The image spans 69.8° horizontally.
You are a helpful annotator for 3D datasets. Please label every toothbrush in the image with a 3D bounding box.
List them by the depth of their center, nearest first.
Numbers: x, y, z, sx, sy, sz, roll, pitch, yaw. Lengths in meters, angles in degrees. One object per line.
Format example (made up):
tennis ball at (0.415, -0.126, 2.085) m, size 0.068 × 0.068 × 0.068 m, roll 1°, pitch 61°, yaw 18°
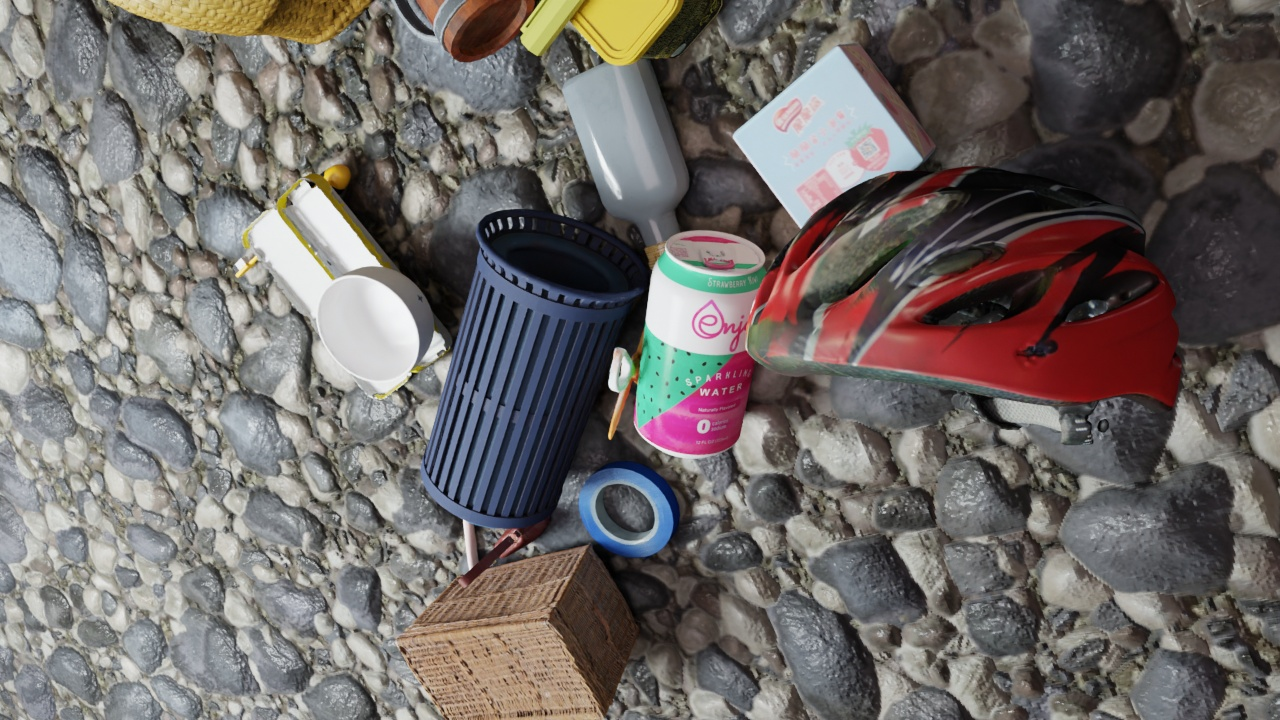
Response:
toothbrush at (-0.344, -0.132, 0.898) m, size 0.197 × 0.031 × 0.031 m, roll -32°, pitch 97°, yaw 31°
toothbrush at (-0.172, 0.140, 0.920) m, size 0.018 × 0.015 × 0.181 m, roll 3°, pitch 108°, yaw 18°

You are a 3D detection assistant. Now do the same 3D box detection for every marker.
marker at (-0.037, -0.254, 0.600) m, size 0.021 × 0.017 × 0.124 m, roll 48°, pitch 119°, yaw 3°

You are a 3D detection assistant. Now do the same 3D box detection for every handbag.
handbag at (-0.131, 0.178, 0.853) m, size 0.029 × 0.119 × 0.055 m, roll 47°, pitch 120°, yaw 4°

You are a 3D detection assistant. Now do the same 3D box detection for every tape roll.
tape roll at (-0.011, 0.137, 0.841) m, size 0.093 × 0.016 × 0.092 m, roll 42°, pitch 120°, yaw 7°

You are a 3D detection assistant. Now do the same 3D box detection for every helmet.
helmet at (0.193, -0.033, 0.560) m, size 0.218 × 0.271 × 0.167 m, roll -169°, pitch 80°, yaw -64°

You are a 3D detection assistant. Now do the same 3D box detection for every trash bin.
trash bin at (-0.098, 0.016, 0.773) m, size 0.139 × 0.139 × 0.250 m, roll 29°, pitch 119°, yaw 14°

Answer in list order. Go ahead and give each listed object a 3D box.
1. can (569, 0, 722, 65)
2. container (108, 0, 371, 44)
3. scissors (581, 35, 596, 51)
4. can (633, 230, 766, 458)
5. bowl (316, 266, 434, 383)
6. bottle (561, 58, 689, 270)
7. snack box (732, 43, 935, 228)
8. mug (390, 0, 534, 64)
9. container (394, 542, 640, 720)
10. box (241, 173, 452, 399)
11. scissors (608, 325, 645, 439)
can at (-0.014, -0.278, 0.651) m, size 0.131 × 0.100 × 0.073 m, roll 49°, pitch 120°, yaw 3°
container at (-0.338, -0.412, 0.706) m, size 0.307 × 0.196 × 0.307 m, roll 7°, pitch 109°, yaw 22°
scissors at (-0.071, -0.300, 0.722) m, size 0.057 × 0.015 × 0.136 m, roll -34°, pitch 87°, yaw 28°
can at (0.046, -0.010, 0.711) m, size 0.088 × 0.088 × 0.166 m, roll 19°, pitch 123°, yaw 18°
bowl at (-0.235, -0.037, 0.832) m, size 0.105 × 0.054 × 0.105 m, roll 7°, pitch 117°, yaw 14°
bottle at (-0.002, -0.151, 0.721) m, size 0.072 × 0.046 × 0.161 m, roll -15°, pitch 101°, yaw 28°
snack box at (0.136, -0.152, 0.637) m, size 0.093 × 0.079 × 0.095 m, roll -37°, pitch 92°, yaw 30°
mug at (-0.156, -0.297, 0.733) m, size 0.111 × 0.081 × 0.118 m, roll 54°, pitch 140°, yaw 4°
container at (-0.111, 0.262, 0.867) m, size 0.199 × 0.112 × 0.114 m, roll -17°, pitch 110°, yaw 29°
box at (-0.282, -0.066, 0.879) m, size 0.127 × 0.023 × 0.209 m, roll -30°, pitch 104°, yaw 33°
scissors at (-0.005, 0.005, 0.743) m, size 0.011 × 0.128 × 0.125 m, roll 16°, pitch 81°, yaw 15°
